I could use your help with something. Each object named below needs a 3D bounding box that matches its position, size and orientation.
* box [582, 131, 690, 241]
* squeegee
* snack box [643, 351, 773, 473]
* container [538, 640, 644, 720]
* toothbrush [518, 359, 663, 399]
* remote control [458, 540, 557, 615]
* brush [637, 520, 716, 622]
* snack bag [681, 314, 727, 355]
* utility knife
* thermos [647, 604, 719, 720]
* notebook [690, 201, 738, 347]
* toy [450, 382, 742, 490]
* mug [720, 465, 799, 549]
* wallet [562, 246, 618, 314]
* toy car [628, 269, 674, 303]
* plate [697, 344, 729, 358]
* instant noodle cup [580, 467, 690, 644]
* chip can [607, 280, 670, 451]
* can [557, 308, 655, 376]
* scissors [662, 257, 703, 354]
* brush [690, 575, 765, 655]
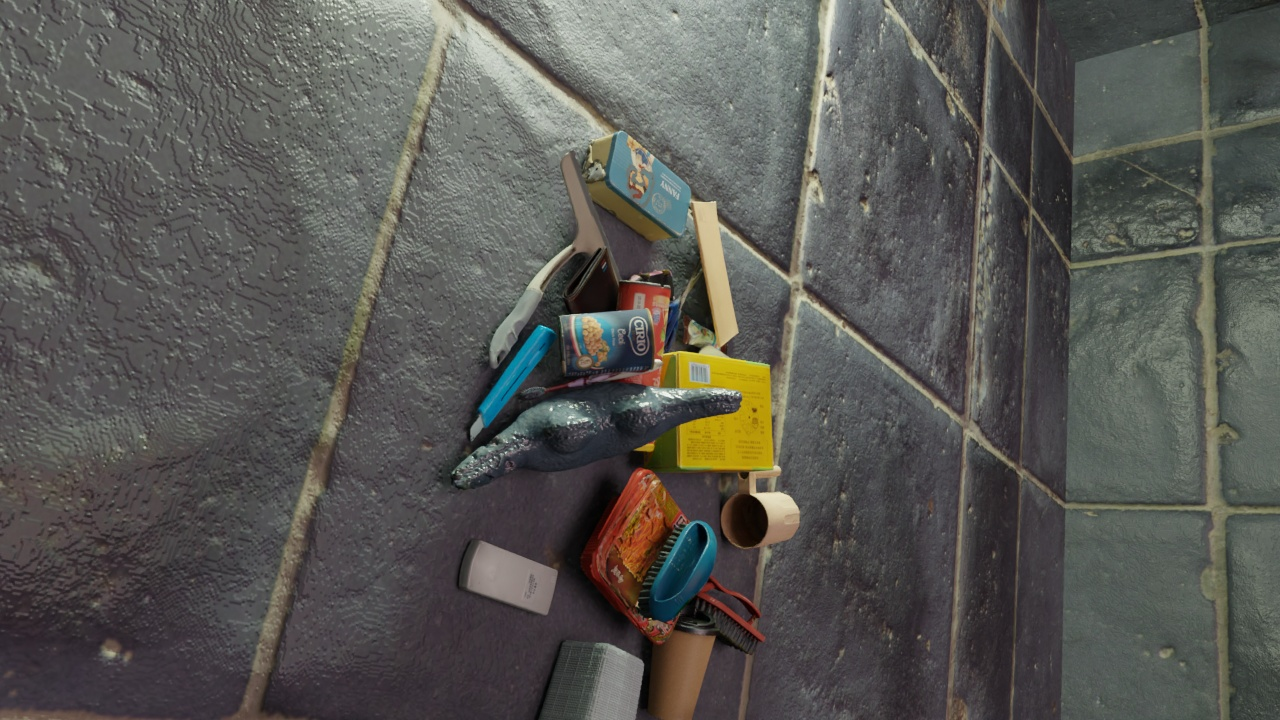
[{"bbox_3d":[-0.001,-0.232,1.261,0.184,0.059,0.089,26,67,-44],"label":"box"},{"bbox_3d":[-0.122,-0.083,1.114,0.245,0.039,0.247,-56,145,-29],"label":"squeegee"},{"bbox_3d":[0.096,0.077,1.276,0.209,0.070,0.157,7,79,-46],"label":"snack box"},{"bbox_3d":[-0.057,0.400,1.096,0.090,0.090,0.111,40,53,-40],"label":"container"},{"bbox_3d":[-0.058,0.023,1.121,0.187,0.017,0.016,-13,94,-19],"label":"toothbrush"},{"bbox_3d":[-0.150,0.250,1.052,0.135,0.019,0.056,34,61,-43],"label":"remote control"},{"bbox_3d":[0.054,0.258,1.130,0.055,0.074,0.143,51,52,-21],"label":"brush"},{"bbox_3d":[0.095,-0.034,1.375,0.105,0.026,0.045,21,71,-46],"label":"snack bag"},{"bbox_3d":[-0.150,0.024,1.062,0.166,0.018,0.034,-56,150,-23],"label":"utility knife"},{"bbox_3d":[0.052,0.403,1.228,0.093,0.093,0.143,19,79,-48],"label":"thermos"},{"bbox_3d":[0.112,-0.134,1.374,0.149,0.012,0.211,-31,111,-72],"label":"notebook"},{"bbox_3d":[-0.059,0.080,1.078,0.355,0.138,0.091,-15,101,-23],"label":"toy"},{"bbox_3d":[0.185,0.223,1.408,0.103,0.084,0.124,7,81,-52],"label":"mug"},{"bbox_3d":[-0.056,-0.071,1.172,0.096,0.020,0.122,-56,147,-29],"label":"wallet"},{"bbox_3d":[0.013,-0.096,1.278,0.122,0.037,0.056,-21,108,-63],"label":"toy car"},{"bbox_3d":[0.113,0.073,1.377,0.163,0.034,0.164,32,62,-43],"label":"plate"},{"bbox_3d":[-0.004,0.250,1.181,0.189,0.079,0.164,57,46,-30],"label":"instant noodle cup"},{"bbox_3d":[-0.007,0.007,1.186,0.073,0.073,0.216,5,92,-50],"label":"chip can"},{"bbox_3d":[-0.043,-0.021,1.106,0.111,0.075,0.075,-5,89,-8],"label":"can"},{"bbox_3d":[0.054,-0.084,1.303,0.146,0.012,0.169,13,94,-70],"label":"scissors"},{"bbox_3d":[0.123,0.365,1.332,0.146,0.063,0.069,45,65,-35],"label":"brush"}]
